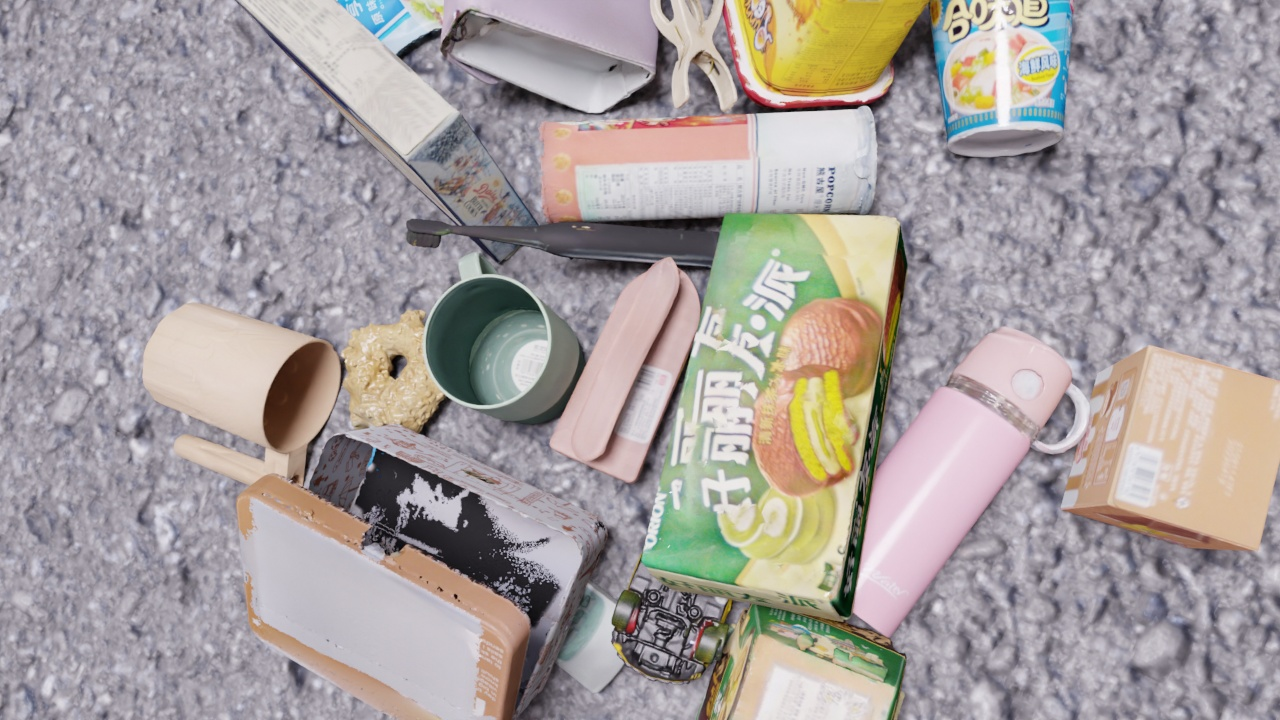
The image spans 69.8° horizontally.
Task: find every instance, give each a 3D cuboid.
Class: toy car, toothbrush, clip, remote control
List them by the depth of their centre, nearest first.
[{"bbox_3d":[0.034,0.129,0.591,0.071,0.041,0.155,18,70,10],"label":"toy car"},{"bbox_3d":[-0.045,-0.078,0.602,0.212,0.027,0.026,1,46,-19],"label":"toothbrush"},{"bbox_3d":[0.026,-0.214,0.602,0.076,0.035,0.103,7,76,-27],"label":"clip"},{"bbox_3d":[-0.063,0.161,0.616,0.135,0.019,0.056,35,87,14],"label":"remote control"}]

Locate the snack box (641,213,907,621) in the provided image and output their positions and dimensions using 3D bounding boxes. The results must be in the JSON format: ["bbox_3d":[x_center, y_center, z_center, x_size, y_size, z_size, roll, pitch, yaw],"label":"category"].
[{"bbox_3d":[0.087,0.026,0.557,0.115,0.063,0.239,6,69,24],"label":"snack box"}]

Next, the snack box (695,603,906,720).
[{"bbox_3d":[0.093,0.208,0.536,0.118,0.105,0.117,18,84,13],"label":"snack box"}]

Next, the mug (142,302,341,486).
[{"bbox_3d":[-0.285,0.029,0.655,0.103,0.084,0.125,18,110,14],"label":"mug"}]

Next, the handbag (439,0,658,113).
[{"bbox_3d":[-0.064,-0.289,0.635,0.099,0.144,0.196,-13,72,51],"label":"handbag"}]

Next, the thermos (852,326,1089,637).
[{"bbox_3d":[0.192,0.077,0.565,0.087,0.067,0.198,39,87,-1],"label":"thermos"}]

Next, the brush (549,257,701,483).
[{"bbox_3d":[-0.004,0.004,0.607,0.063,0.073,0.145,22,83,14],"label":"brush"}]

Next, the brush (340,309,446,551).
[{"bbox_3d":[-0.179,0.089,0.643,0.083,0.046,0.254,3,84,6],"label":"brush"}]

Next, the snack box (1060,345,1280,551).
[{"bbox_3d":[0.307,0.053,0.531,0.077,0.094,0.092,17,83,12],"label":"snack box"}]

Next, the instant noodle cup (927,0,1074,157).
[{"bbox_3d":[0.234,-0.194,0.595,0.099,0.099,0.110,0,88,10],"label":"instant noodle cup"}]

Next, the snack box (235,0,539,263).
[{"bbox_3d":[-0.163,-0.162,0.607,0.178,0.182,0.046,43,87,14],"label":"snack box"}]

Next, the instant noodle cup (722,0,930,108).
[{"bbox_3d":[0.123,-0.237,0.586,0.116,0.124,0.116,-7,77,-17],"label":"instant noodle cup"}]

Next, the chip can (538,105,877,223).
[{"bbox_3d":[0.042,-0.128,0.610,0.215,0.071,0.071,-2,79,3],"label":"chip can"}]

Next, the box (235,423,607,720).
[{"bbox_3d":[-0.138,0.135,0.534,0.181,0.158,0.148,23,92,10],"label":"box"}]

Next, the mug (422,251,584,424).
[{"bbox_3d":[-0.090,-0.015,0.607,0.082,0.106,0.111,-23,77,6],"label":"mug"}]

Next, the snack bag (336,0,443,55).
[{"bbox_3d":[-0.186,-0.287,0.710,0.191,0.039,0.110,-21,88,6],"label":"snack bag"}]
